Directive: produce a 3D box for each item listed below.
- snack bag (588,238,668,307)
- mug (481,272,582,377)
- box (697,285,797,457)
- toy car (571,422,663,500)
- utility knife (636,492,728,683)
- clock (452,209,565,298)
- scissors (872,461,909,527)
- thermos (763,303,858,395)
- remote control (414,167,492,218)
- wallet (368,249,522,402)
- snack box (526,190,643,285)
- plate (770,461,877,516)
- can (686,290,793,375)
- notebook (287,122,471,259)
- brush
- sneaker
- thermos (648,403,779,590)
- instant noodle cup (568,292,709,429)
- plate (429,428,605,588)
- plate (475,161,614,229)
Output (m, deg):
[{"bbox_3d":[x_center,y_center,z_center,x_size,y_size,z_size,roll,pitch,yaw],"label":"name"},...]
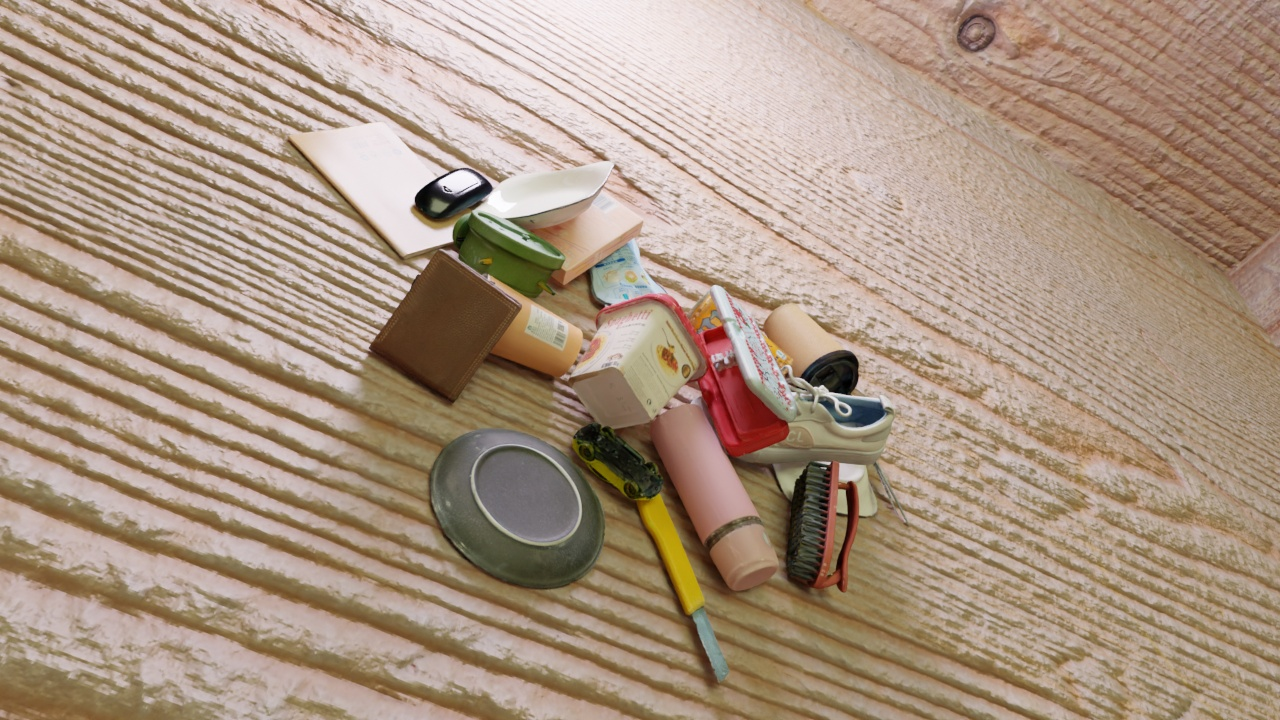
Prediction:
[{"bbox_3d":[-0.026,-0.116,1.184,0.110,0.039,0.191,3,48,-38],"label":"snack bag"},{"bbox_3d":[-0.127,-0.032,0.980,0.122,0.078,0.078,25,37,-22],"label":"mug"},{"bbox_3d":[0.105,0.000,1.019,0.201,0.095,0.101,-105,174,-52],"label":"box"},{"bbox_3d":[-0.025,0.107,0.940,0.105,0.032,0.048,37,35,12],"label":"toy car"},{"bbox_3d":[0.038,0.210,0.894,0.033,0.015,0.223,7,43,-35],"label":"utility knife"},{"bbox_3d":[-0.153,-0.125,1.044,0.116,0.056,0.161,23,13,-28],"label":"clock"},{"bbox_3d":[0.299,0.129,1.173,0.181,0.014,0.159,60,16,-5],"label":"scissors"},{"bbox_3d":[0.227,-0.009,1.242,0.093,0.093,0.143,6,38,-36],"label":"thermos"},{"bbox_3d":[-0.224,-0.209,1.120,0.053,0.024,0.136,38,35,1],"label":"remote control"},{"bbox_3d":[-0.191,-0.034,0.903,0.101,0.124,0.032,35,-2,-9],"label":"wallet"},{"bbox_3d":[-0.076,-0.160,1.161,0.084,0.026,0.156,38,50,16],"label":"snack box"},{"bbox_3d":[0.225,0.116,1.141,0.163,0.034,0.164,10,45,-32],"label":"plate"},{"bbox_3d":[0.127,-0.024,1.192,0.146,0.058,0.058,40,36,5],"label":"can"},{"bbox_3d":[-0.295,-0.207,1.088,0.207,0.008,0.147,45,37,11],"label":"notebook"},{"bbox_3d":[0.203,0.185,1.009,0.069,0.063,0.145,17,50,-2],"label":"brush"},{"bbox_3d":[0.179,0.063,1.066,0.242,0.091,0.089,7,42,-7],"label":"sneaker"},{"bbox_3d":[0.081,0.145,0.969,0.087,0.067,0.198,37,21,-57],"label":"thermos"},{"bbox_3d":[-0.006,0.006,0.998,0.116,0.117,0.123,57,45,-21],"label":"instant noodle cup"},{"bbox_3d":[-0.108,0.129,0.857,0.179,0.024,0.179,22,39,-19],"label":"plate"},{"bbox_3d":[-0.118,-0.200,1.143,0.164,0.034,0.163,-5,29,16],"label":"plate"}]
